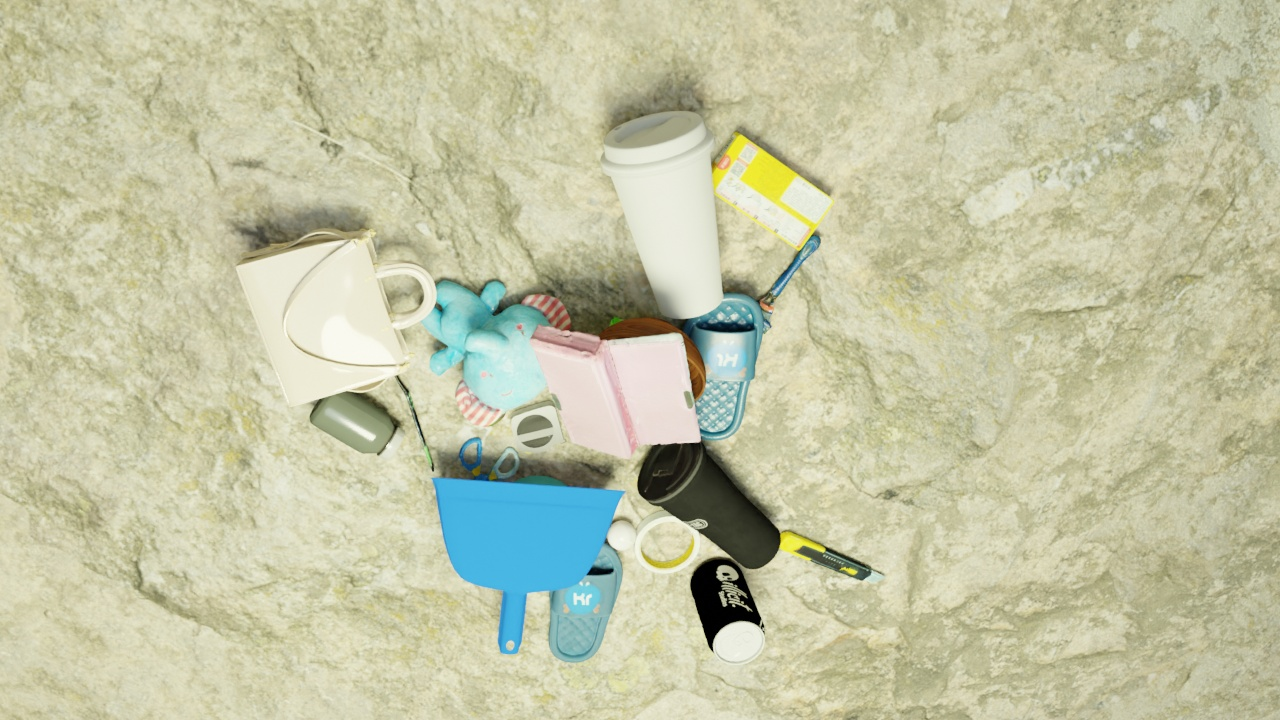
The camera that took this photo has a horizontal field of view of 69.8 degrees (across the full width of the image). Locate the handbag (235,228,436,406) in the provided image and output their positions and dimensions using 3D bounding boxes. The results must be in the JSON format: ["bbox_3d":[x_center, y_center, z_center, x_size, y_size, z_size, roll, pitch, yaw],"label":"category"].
[{"bbox_3d":[-0.334,-0.059,1.063,0.198,0.101,0.195,-14,111,-3],"label":"handbag"}]

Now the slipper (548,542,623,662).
[{"bbox_3d":[-0.079,0.344,1.293,0.103,0.059,0.214,3,113,-12],"label":"slipper"}]

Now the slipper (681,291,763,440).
[{"bbox_3d":[0.098,0.012,1.177,0.104,0.059,0.214,7,116,1],"label":"slipper"}]

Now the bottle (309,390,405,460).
[{"bbox_3d":[-0.351,0.078,1.141,0.108,0.060,0.060,35,103,-20],"label":"bottle"}]

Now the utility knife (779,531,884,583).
[{"bbox_3d":[0.282,0.293,1.347,0.186,0.020,0.029,24,109,-18],"label":"utility knife"}]

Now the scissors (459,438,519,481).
[{"bbox_3d":[-0.203,0.164,1.226,0.097,0.020,0.133,4,111,-7],"label":"scissors"}]

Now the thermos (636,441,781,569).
[{"bbox_3d":[0.098,0.196,1.239,0.106,0.105,0.218,-42,117,9],"label":"thermos"}]

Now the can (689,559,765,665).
[{"bbox_3d":[0.120,0.346,1.274,0.080,0.146,0.080,-3,112,-7],"label":"can"}]

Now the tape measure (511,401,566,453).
[{"bbox_3d":[-0.134,0.090,1.201,0.065,0.016,0.064,-14,113,-3],"label":"tape measure"}]

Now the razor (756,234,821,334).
[{"bbox_3d":[0.184,-0.101,1.169,0.044,0.018,0.141,34,103,-8],"label":"razor"}]

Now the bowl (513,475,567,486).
[{"bbox_3d":[-0.140,0.220,1.238,0.121,0.046,0.121,-3,113,-7],"label":"bowl"}]

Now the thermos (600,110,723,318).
[{"bbox_3d":[0.038,-0.165,1.071,0.131,0.131,0.222,-16,121,-2],"label":"thermos"}]

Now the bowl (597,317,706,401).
[{"bbox_3d":[0.012,-0.009,1.106,0.147,0.068,0.147,11,146,7],"label":"bowl"}]

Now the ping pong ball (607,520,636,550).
[{"bbox_3d":[-0.026,0.242,1.267,0.040,0.040,0.040,-3,113,-7],"label":"ping pong ball"}]

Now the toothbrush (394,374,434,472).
[{"bbox_3d":[-0.289,0.061,1.169,0.017,0.014,0.188,-18,114,-9],"label":"toothbrush"}]

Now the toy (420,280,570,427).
[{"bbox_3d":[-0.183,-0.024,1.105,0.180,0.115,0.183,39,90,-9],"label":"toy"}]

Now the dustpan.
[{"bbox_3d":[-0.158,0.274,1.200,0.245,0.059,0.258,6,102,-11],"label":"dustpan"}]

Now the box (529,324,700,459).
[{"bbox_3d":[-0.025,0.045,1.096,0.180,0.050,0.233,4,145,15],"label":"box"}]

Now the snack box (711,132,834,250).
[{"bbox_3d":[0.155,-0.205,1.118,0.152,0.025,0.075,30,105,-19],"label":"snack box"}]

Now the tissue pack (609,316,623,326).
[{"bbox_3d":[-0.007,0.007,1.177,0.099,0.034,0.114,16,109,-11],"label":"tissue pack"}]

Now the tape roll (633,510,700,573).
[{"bbox_3d":[0.037,0.256,1.294,0.094,0.019,0.094,-3,113,-7],"label":"tape roll"}]
